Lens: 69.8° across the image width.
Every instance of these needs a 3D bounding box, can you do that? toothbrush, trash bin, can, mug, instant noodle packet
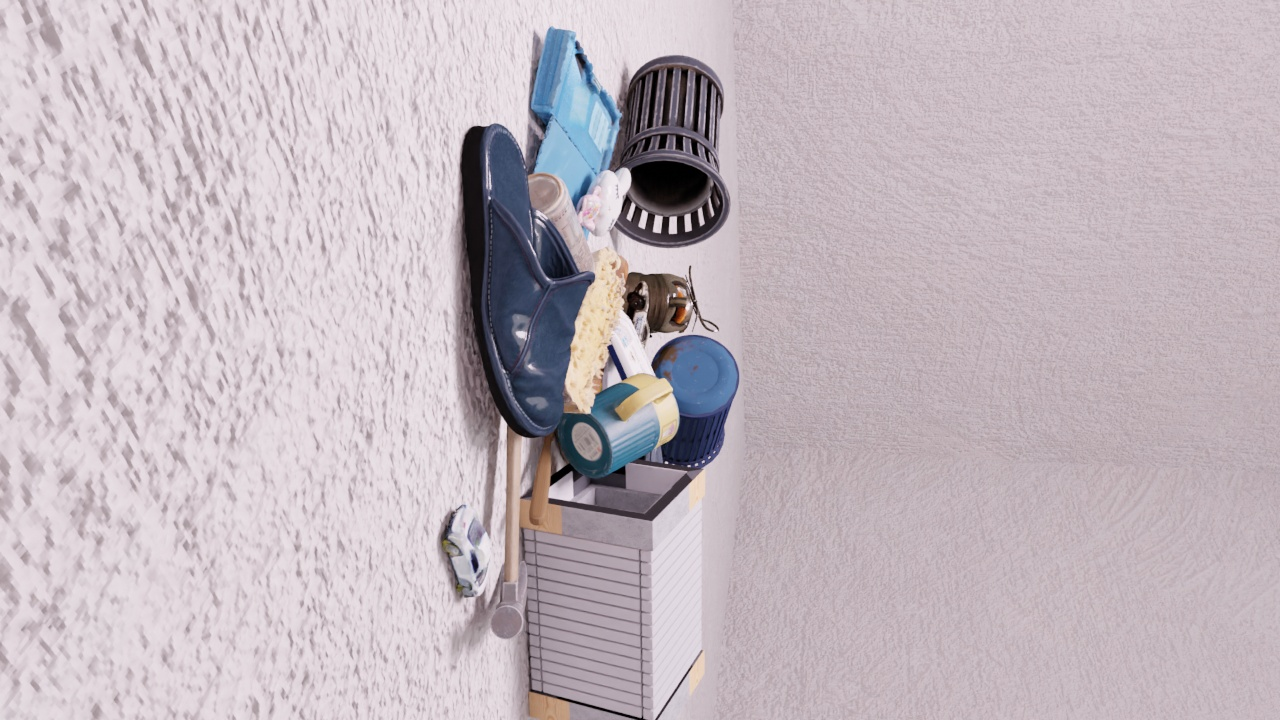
[{"bbox_3d":[-0.095,0.107,0.910,0.166,0.016,0.016,-91,-177,-59],"label":"toothbrush"},{"bbox_3d":[-0.024,0.244,0.961,0.142,0.143,0.247,-31,123,-62],"label":"trash bin"},{"bbox_3d":[-0.083,-0.123,0.893,0.136,0.054,0.054,71,24,-63],"label":"can"},{"bbox_3d":[-0.016,0.059,0.952,0.107,0.083,0.114,-23,163,-44],"label":"mug"},{"bbox_3d":[0.073,0.066,1.393,0.250,0.139,0.139,94,2,-66],"label":"trash bin"},{"bbox_3d":[0.042,-0.294,1.256,0.164,0.164,0.226,77,15,-53],"label":"trash bin"},{"bbox_3d":[-0.007,0.006,1.104,0.086,0.026,0.134,-59,127,-68],"label":"instant noodle packet"}]

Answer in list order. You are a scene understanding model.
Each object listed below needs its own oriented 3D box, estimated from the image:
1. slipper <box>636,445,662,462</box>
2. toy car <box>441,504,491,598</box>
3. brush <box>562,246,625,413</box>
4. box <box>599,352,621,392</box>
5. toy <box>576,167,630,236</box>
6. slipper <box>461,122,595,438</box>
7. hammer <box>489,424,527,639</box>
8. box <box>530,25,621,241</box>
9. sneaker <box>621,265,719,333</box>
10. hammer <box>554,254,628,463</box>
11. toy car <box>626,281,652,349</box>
[{"bbox_3d":[-0.014,0.104,1.169,0.263,0.082,0.101,-94,175,-65],"label":"slipper"},{"bbox_3d":[-0.136,0.157,0.742,0.038,0.027,0.090,-78,165,-50],"label":"toy car"},{"bbox_3d":[-0.067,-0.035,0.970,0.270,0.057,0.083,-73,148,-56],"label":"brush"},{"bbox_3d":[-0.038,0.065,1.254,0.129,0.034,0.209,-18,109,-82],"label":"box"},{"bbox_3d":[-0.042,-0.178,1.041,0.125,0.037,0.076,-45,154,-67],"label":"toy"},{"bbox_3d":[-0.082,-0.065,0.763,0.108,0.084,0.265,-28,113,-71],"label":"slipper"},{"bbox_3d":[-0.116,0.073,0.819,0.119,0.030,0.331,121,-32,-80],"label":"hammer"},{"bbox_3d":[-0.073,-0.228,0.992,0.231,0.033,0.174,37,63,-77],"label":"box"},{"bbox_3d":[0.045,-0.087,1.335,0.237,0.143,0.101,-4,95,-79],"label":"sneaker"},{"bbox_3d":[-0.053,-0.015,1.117,0.158,0.037,0.300,79,17,-49],"label":"hammer"},{"bbox_3d":[-0.003,-0.046,1.182,0.048,0.040,0.113,-120,-139,-74],"label":"toy car"}]
